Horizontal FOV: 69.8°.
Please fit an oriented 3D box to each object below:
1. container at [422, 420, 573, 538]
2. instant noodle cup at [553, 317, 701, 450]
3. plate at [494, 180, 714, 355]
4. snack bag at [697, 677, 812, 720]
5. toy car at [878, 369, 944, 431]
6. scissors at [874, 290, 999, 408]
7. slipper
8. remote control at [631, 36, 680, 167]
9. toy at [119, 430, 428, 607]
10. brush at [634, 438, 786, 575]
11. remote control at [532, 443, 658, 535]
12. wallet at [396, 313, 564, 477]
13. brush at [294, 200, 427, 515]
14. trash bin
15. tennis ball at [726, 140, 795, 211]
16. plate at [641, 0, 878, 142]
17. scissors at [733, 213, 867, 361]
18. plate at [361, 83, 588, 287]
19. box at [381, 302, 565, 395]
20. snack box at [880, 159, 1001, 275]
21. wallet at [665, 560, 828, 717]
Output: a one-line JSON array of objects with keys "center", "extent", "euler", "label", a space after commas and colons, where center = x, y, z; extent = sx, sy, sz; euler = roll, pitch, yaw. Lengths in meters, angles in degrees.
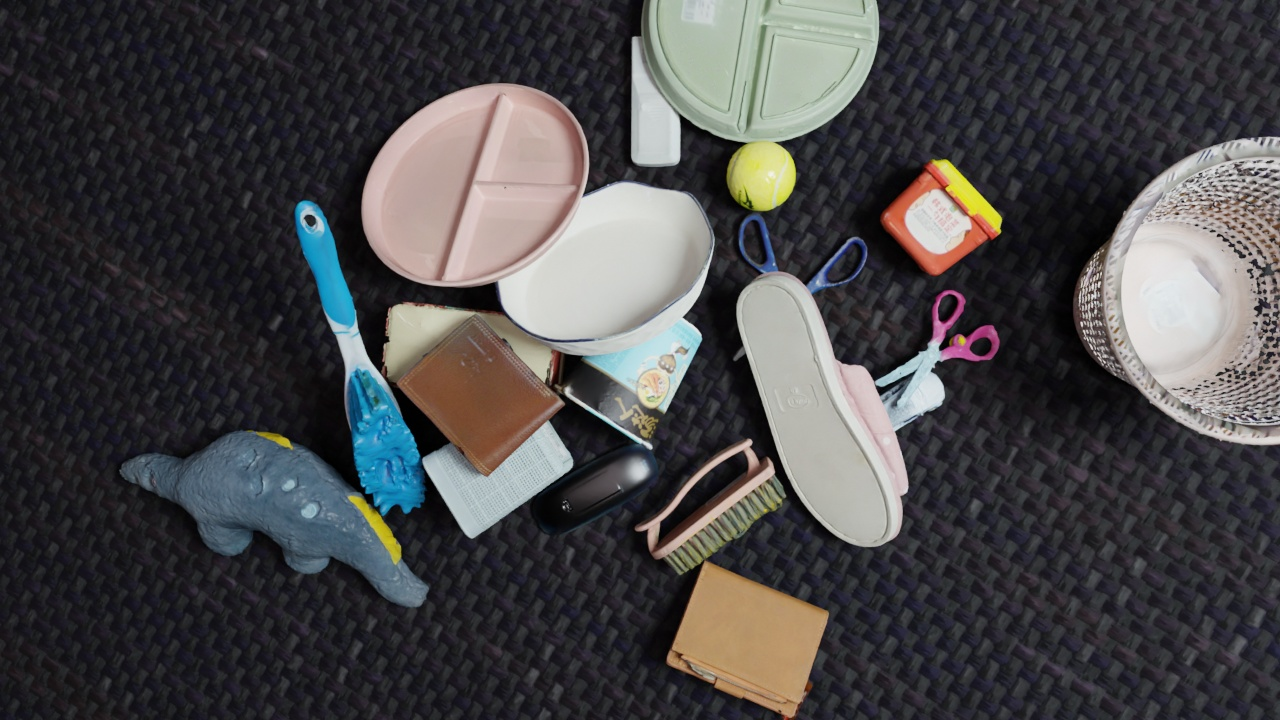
[{"center": [-0.133, 0.101, 0.890], "extent": [0.111, 0.090, 0.090], "euler": [-32, 87, 4], "label": "container"}, {"center": [-0.005, 0.005, 0.869], "extent": [0.111, 0.111, 0.120], "euler": [32, 87, 5], "label": "instant noodle cup"}, {"center": [-0.031, -0.084, 0.848], "extent": [0.205, 0.045, 0.204], "euler": [-10, 47, 11], "label": "plate"}, {"center": [0.110, 0.311, 0.894], "extent": [0.104, 0.026, 0.048], "euler": [26, 85, 6], "label": "snack bag"}, {"center": [0.246, 0.043, 0.872], "extent": [0.090, 0.034, 0.043], "euler": [-32, 84, 5], "label": "toy car"}, {"center": [0.270, -0.014, 0.860], "extent": [0.137, 0.017, 0.093], "euler": [-25, 86, -11], "label": "scissors"}, {"center": [0.170, 0.044, 0.852], "extent": [0.114, 0.054, 0.274], "euler": [-20, 96, 48], "label": "slipper"}, {"center": [0.015, -0.254, 0.901], "extent": [0.049, 0.024, 0.125], "euler": [0, 90, 5], "label": "remote control"}, {"center": [-0.374, 0.142, 0.926], "extent": [0.356, 0.091, 0.138], "euler": [19, 120, 7], "label": "toy"}, {"center": [0.066, 0.141, 0.880], "extent": [0.146, 0.063, 0.073], "euler": [-38, 90, 7], "label": "brush"}, {"center": [-0.046, 0.129, 0.911], "extent": [0.136, 0.024, 0.053], "euler": [-30, 88, 6], "label": "remote control"}, {"center": [-0.146, 0.030, 0.841], "extent": [0.101, 0.032, 0.124], "euler": [-44, 80, -6], "label": "wallet"}, {"center": [-0.254, 0.011, 0.830], "extent": [0.060, 0.315, 0.109], "euler": [-18, 49, -17], "label": "brush"}, {"center": [0.469, -0.051, 0.762], "extent": [0.227, 0.192, 0.227], "euler": [0, 90, 7], "label": "trash bin"}, {"center": [0.114, -0.174, 0.869], "extent": [0.065, 0.065, 0.065], "euler": [0, 90, 7], "label": "tennis ball"}, {"center": [0.115, -0.324, 0.875], "extent": [0.230, 0.027, 0.230], "euler": [0, 86, 1], "label": "plate"}, {"center": [0.148, -0.069, 0.892], "extent": [0.162, 0.012, 0.176], "euler": [-25, 88, 6], "label": "scissors"}, {"center": [-0.157, -0.167, 0.880], "extent": [0.230, 0.028, 0.229], "euler": [-5, 65, 12], "label": "plate"}, {"center": [-0.163, -0.010, 0.898], "extent": [0.168, 0.076, 0.091], "euler": [6, 91, 6], "label": "box"}, {"center": [0.273, -0.129, 0.845], "extent": [0.080, 0.082, 0.091], "euler": [-42, 85, 15], "label": "snack box"}, {"center": [0.103, 0.266, 0.878], "extent": [0.132, 0.031, 0.107], "euler": [21, 69, 6], "label": "wallet"}]
